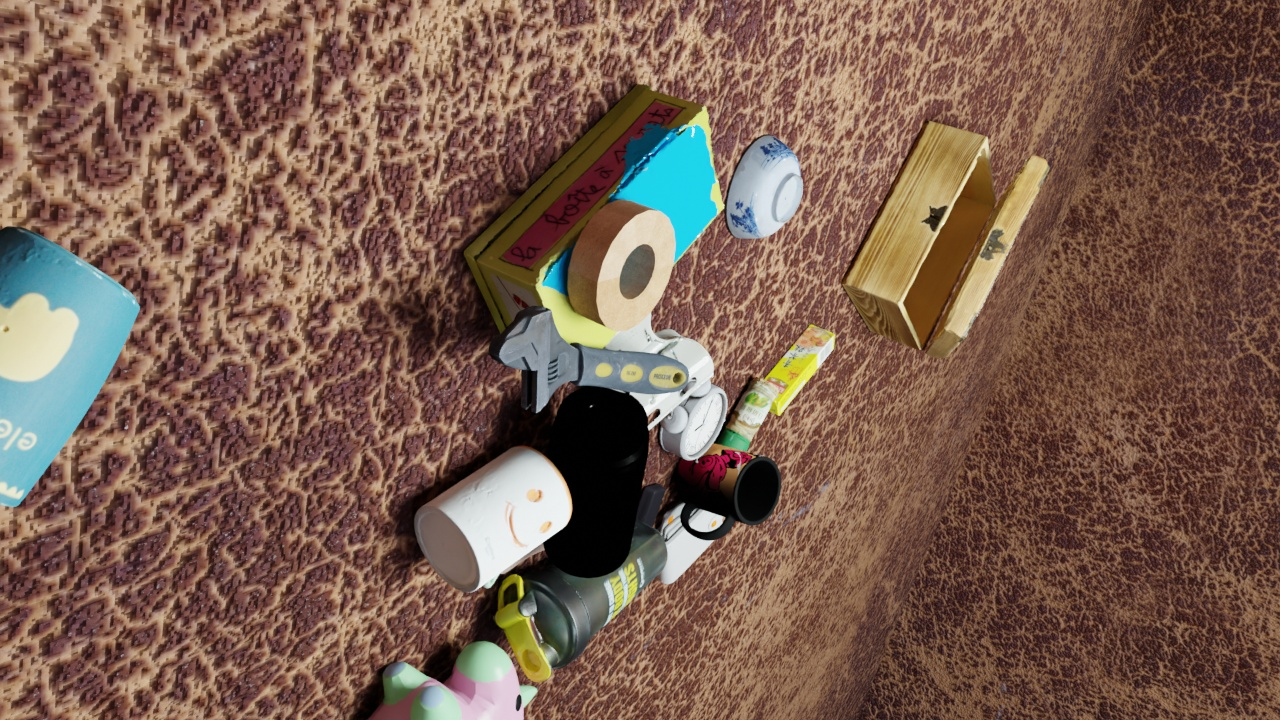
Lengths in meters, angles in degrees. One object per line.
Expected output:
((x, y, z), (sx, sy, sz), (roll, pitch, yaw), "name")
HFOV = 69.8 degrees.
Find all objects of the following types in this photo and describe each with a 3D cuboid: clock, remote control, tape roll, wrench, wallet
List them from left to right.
((-0.030, 0.005, 0.713), (0.273, 0.022, 0.073), (8, 99, -60), "wrench")
((-0.013, -0.070, 0.678), (0.093, 0.027, 0.094), (-37, 141, -39), "tape roll")
((-0.003, 0.210, 1.086), (0.032, 0.015, 0.136), (-4, 116, -57), "remote control")
((0.060, 0.211, 1.168), (0.118, 0.037, 0.115), (-40, 144, -30), "wallet")
((0.059, 0.063, 1.048), (0.094, 0.035, 0.123), (-55, 151, -16), "clock")

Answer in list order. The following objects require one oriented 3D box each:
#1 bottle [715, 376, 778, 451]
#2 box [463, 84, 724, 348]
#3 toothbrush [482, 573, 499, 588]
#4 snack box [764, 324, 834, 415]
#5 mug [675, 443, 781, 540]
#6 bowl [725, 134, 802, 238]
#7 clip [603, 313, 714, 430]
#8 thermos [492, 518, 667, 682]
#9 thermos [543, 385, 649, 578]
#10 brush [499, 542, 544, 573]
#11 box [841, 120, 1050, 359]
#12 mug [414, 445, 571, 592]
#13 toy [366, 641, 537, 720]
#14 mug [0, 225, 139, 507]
((0.137, 0.077, 1.177), (0.111, 0.043, 0.043), (-60, 151, -8), "bottle")
((-0.027, -0.106, 0.736), (0.220, 0.079, 0.124), (-53, 149, -23), "box")
((-0.108, 0.145, 0.864), (0.022, 0.015, 0.154), (35, 82, -41), "toothbrush")
((0.210, 0.012, 1.246), (0.147, 0.040, 0.029), (-46, 146, -29), "snack box")
((0.095, 0.160, 1.092), (0.082, 0.098, 0.117), (47, 66, -36), "mug")
((0.140, -0.178, 0.976), (0.114, 0.045, 0.114), (-38, 142, -38), "bowl")
((0.009, 0.016, 0.868), (0.126, 0.101, 0.152), (-40, 149, -20), "clip")
((-0.057, 0.235, 0.948), (0.220, 0.098, 0.098), (-24, 132, -54), "thermos")
((-0.040, 0.103, 0.820), (0.085, 0.086, 0.199), (-39, 151, -38), "thermos")
((-0.093, 0.175, 0.918), (0.135, 0.015, 0.050), (-24, 136, -41), "brush")
((0.466, -0.159, 1.380), (0.279, 0.192, 0.251), (-63, 153, -4), "box")
((-0.122, 0.130, 0.762), (0.105, 0.082, 0.082), (-32, 138, -42), "mug")
((-0.186, 0.345, 0.814), (0.221, 0.120, 0.171), (-46, 137, -31), "toy")
((-0.289, -0.010, 0.394), (0.112, 0.085, 0.104), (41, 69, -31), "mug")
